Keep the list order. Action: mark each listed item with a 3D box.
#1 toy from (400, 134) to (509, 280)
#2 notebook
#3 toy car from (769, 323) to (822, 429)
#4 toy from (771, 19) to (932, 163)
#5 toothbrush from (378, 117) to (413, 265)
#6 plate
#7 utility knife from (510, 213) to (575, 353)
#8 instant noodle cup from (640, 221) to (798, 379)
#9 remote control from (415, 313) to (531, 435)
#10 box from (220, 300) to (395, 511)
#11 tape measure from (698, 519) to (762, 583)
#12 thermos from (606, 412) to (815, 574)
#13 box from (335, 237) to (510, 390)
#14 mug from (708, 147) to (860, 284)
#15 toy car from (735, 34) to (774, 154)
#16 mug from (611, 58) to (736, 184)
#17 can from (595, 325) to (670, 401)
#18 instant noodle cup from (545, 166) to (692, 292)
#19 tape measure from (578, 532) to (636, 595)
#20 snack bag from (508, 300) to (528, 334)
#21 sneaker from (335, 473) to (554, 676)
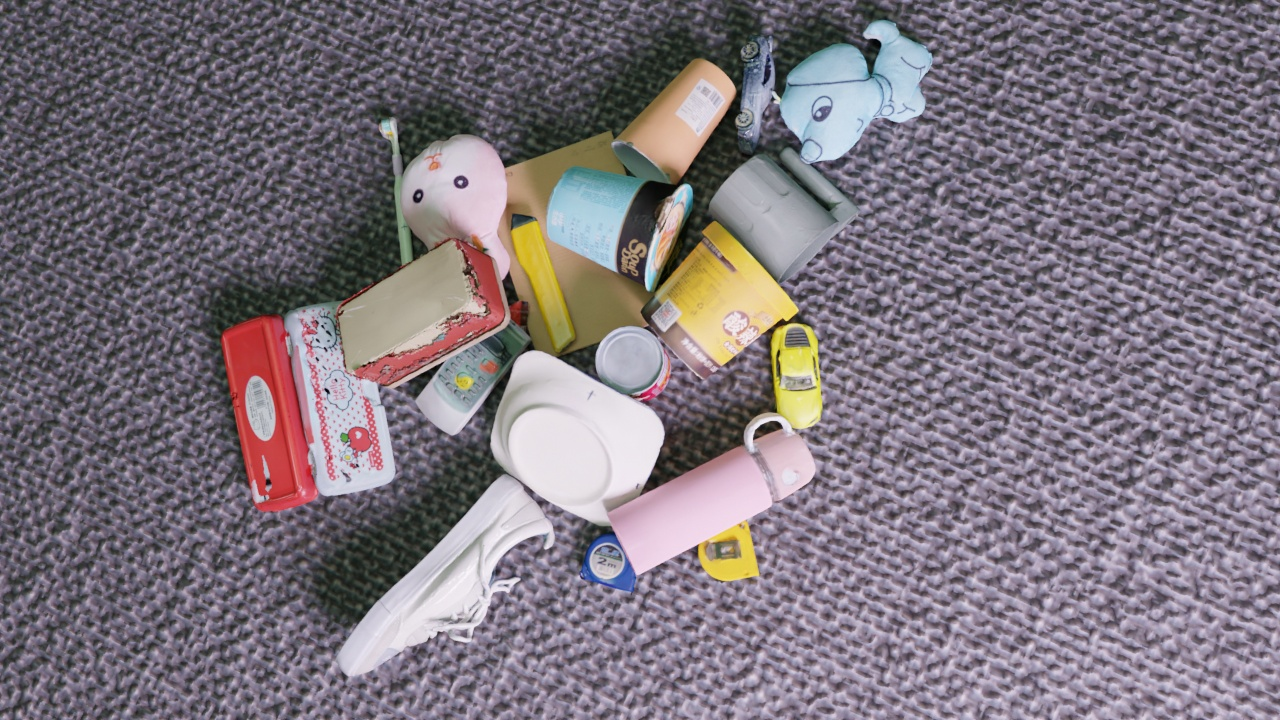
[{"bbox_3d":[-0.187,-0.152,0.949,0.121,0.054,0.159,-15,89,18],"label":"toy"},{"bbox_3d":[-0.068,-0.120,0.957,0.149,0.012,0.211,-19,82,3],"label":"notebook"},{"bbox_3d":[0.154,0.015,0.906,0.048,0.032,0.105,-4,85,5],"label":"toy car"},{"bbox_3d":[0.211,-0.271,0.925,0.156,0.050,0.161,11,86,0],"label":"toy"},{"bbox_3d":[-0.258,-0.166,0.980,0.020,0.029,0.189,-5,82,-36],"label":"toothbrush"},{"bbox_3d":[-0.070,0.084,0.877,0.164,0.034,0.164,28,125,9],"label":"plate"},{"bbox_3d":[-0.101,-0.081,0.942,0.033,0.015,0.153,-20,83,9],"label":"utility knife"},{"bbox_3d":[0.071,-0.054,0.885,0.114,0.118,0.118,-43,81,7],"label":"instant noodle cup"},{"bbox_3d":[-0.171,0.012,0.931,0.056,0.019,0.135,42,104,5],"label":"remote control"},{"bbox_3d":[-0.346,0.045,0.947,0.160,0.065,0.201,-14,83,1],"label":"box"},{"bbox_3d":[0.085,0.186,0.895,0.057,0.029,0.060,-12,82,5],"label":"tape measure"},{"bbox_3d":[0.066,0.122,0.870,0.198,0.067,0.087,-27,114,-5],"label":"thermos"},{"bbox_3d":[-0.221,-0.045,0.901,0.169,0.077,0.091,-27,66,21],"label":"box"},{"bbox_3d":[0.144,-0.151,0.911,0.123,0.084,0.103,-39,79,-27],"label":"mug"},{"bbox_3d":[0.116,-0.270,0.933,0.037,0.054,0.120,7,84,9],"label":"toy car"},{"bbox_3d":[0.038,-0.241,0.929,0.078,0.078,0.122,37,84,9],"label":"mug"},{"bbox_3d":[-0.005,0.005,0.893,0.066,0.094,0.066,-1,83,6],"label":"can"},{"bbox_3d":[-0.024,-0.139,0.901,0.120,0.111,0.111,21,86,14],"label":"instant noodle cup"},{"bbox_3d":[-0.027,0.198,0.908,0.058,0.025,0.054,15,83,3],"label":"tape measure"},{"bbox_3d":[-0.167,-0.043,0.948,0.104,0.026,0.048,3,88,13],"label":"snack bag"},{"bbox_3d":[-0.184,0.227,0.895,0.091,0.089,0.242,44,83,5],"label":"sneaker"}]
